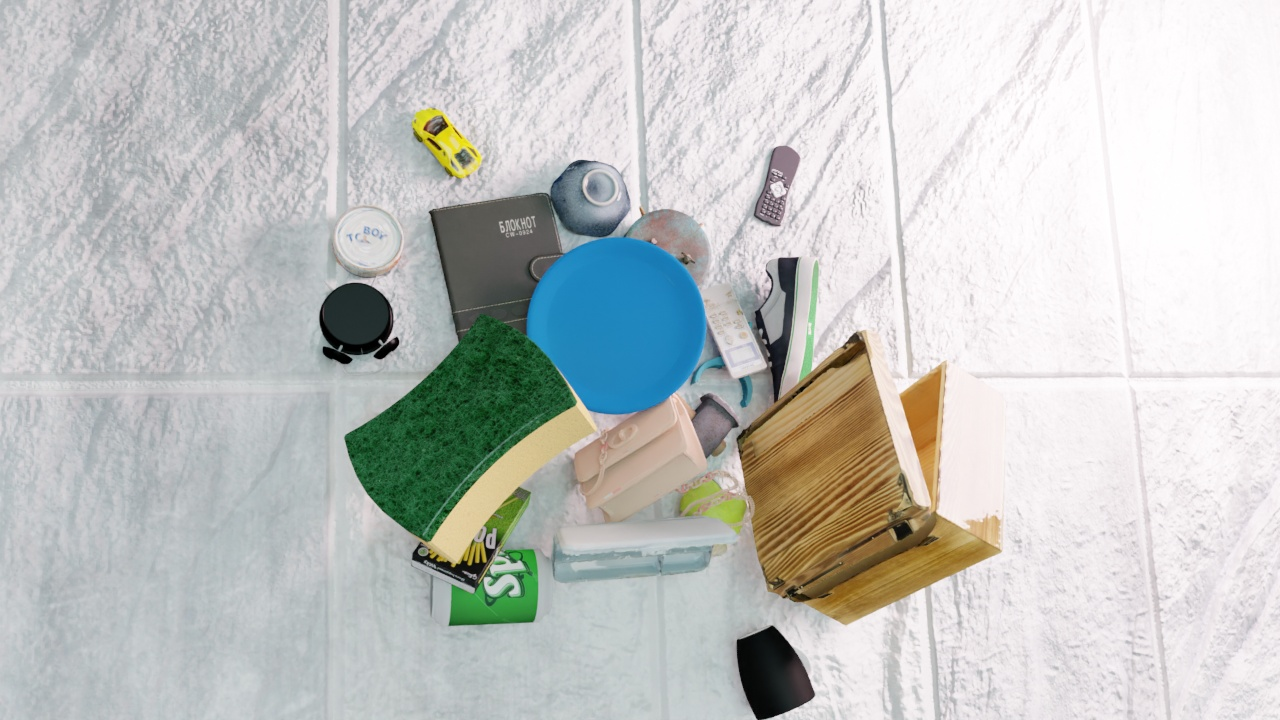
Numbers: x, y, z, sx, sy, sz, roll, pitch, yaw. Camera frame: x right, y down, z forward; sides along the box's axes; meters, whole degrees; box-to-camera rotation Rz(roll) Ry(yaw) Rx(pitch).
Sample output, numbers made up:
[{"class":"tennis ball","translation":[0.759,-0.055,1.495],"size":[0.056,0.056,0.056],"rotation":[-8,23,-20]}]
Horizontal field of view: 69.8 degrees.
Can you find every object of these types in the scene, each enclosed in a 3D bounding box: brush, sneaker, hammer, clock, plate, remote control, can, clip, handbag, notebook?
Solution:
[{"class":"brush","translation":[-0.198,0.084,1.058],"size":[0.250,0.075,0.195],"rotation":[-43,51,-10]},{"class":"sneaker","translation":[0.195,-0.027,1.270],"size":[0.079,0.084,0.235],"rotation":[5,88,20]},{"class":"hammer","translation":[-0.007,0.007,1.203],"size":[0.328,0.052,0.098],"rotation":[45,72,-8]},{"class":"clock","translation":[-0.345,-0.041,1.124],"size":[0.091,0.043,0.120],"rotation":[-8,84,-17]},{"class":"plate","translation":[-0.030,-0.043,1.153],"size":[0.224,0.024,0.224],"rotation":[-1,82,4]},{"class":"remote control","translation":[0.200,-0.256,1.331],"size":[0.046,0.009,0.124],"rotation":[21,77,-12]},{"class":"can","translation":[-0.180,0.272,1.102],"size":[0.139,0.088,0.087],"rotation":[2,81,-16]},{"class":"can","translation":[-0.339,-0.148,1.142],"size":[0.086,0.043,0.086],"rotation":[2,82,-17]},{"class":"clip","translation":[0.112,0.009,1.260],"size":[0.119,0.033,0.121],"rotation":[-11,85,-14]},{"class":"remote control","translation":[0.123,-0.042,1.254],"size":[0.050,0.011,0.135],"rotation":[-18,71,-9]},{"class":"handbag","translation":[0.016,0.157,1.177],"size":[0.199,0.116,0.187],"rotation":[-33,128,13]},{"class":"notebook","translation":[-0.171,-0.108,1.194],"size":[0.169,0.029,0.209],"rotation":[-12,87,-18]},{"class":"clock","translation":[0.028,-0.124,1.229],"size":[0.121,0.073,0.157],"rotation":[13,79,-14]}]

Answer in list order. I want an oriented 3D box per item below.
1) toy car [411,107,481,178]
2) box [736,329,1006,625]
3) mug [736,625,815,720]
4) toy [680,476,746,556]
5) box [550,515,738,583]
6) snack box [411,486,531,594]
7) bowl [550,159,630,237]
[{"class":"toy car","translation":[-0.253,-0.285,1.195],"size":[0.107,0.030,0.049],"rotation":[47,74,-4]},{"class":"box","translation":[0.259,0.153,1.107],"size":[0.220,0.280,0.257],"rotation":[29,49,-13]},{"class":"mug","translation":[0.179,0.398,1.199],"size":[0.118,0.085,0.100],"rotation":[-7,69,-47]},{"class":"toy","translation":[0.086,0.217,1.210],"size":[0.092,0.046,0.115],"rotation":[29,82,-9]},{"class":"box","translation":[-0.001,0.220,1.102],"size":[0.210,0.186,0.084],"rotation":[-3,63,-10]},{"class":"snack box","translation":[-0.198,0.198,1.089],"size":[0.080,0.025,0.147],"rotation":[22,41,7]},{"class":"bowl","translation":[-0.061,-0.223,1.228],"size":[0.110,0.055,0.110],"rotation":[2,82,-16]}]
